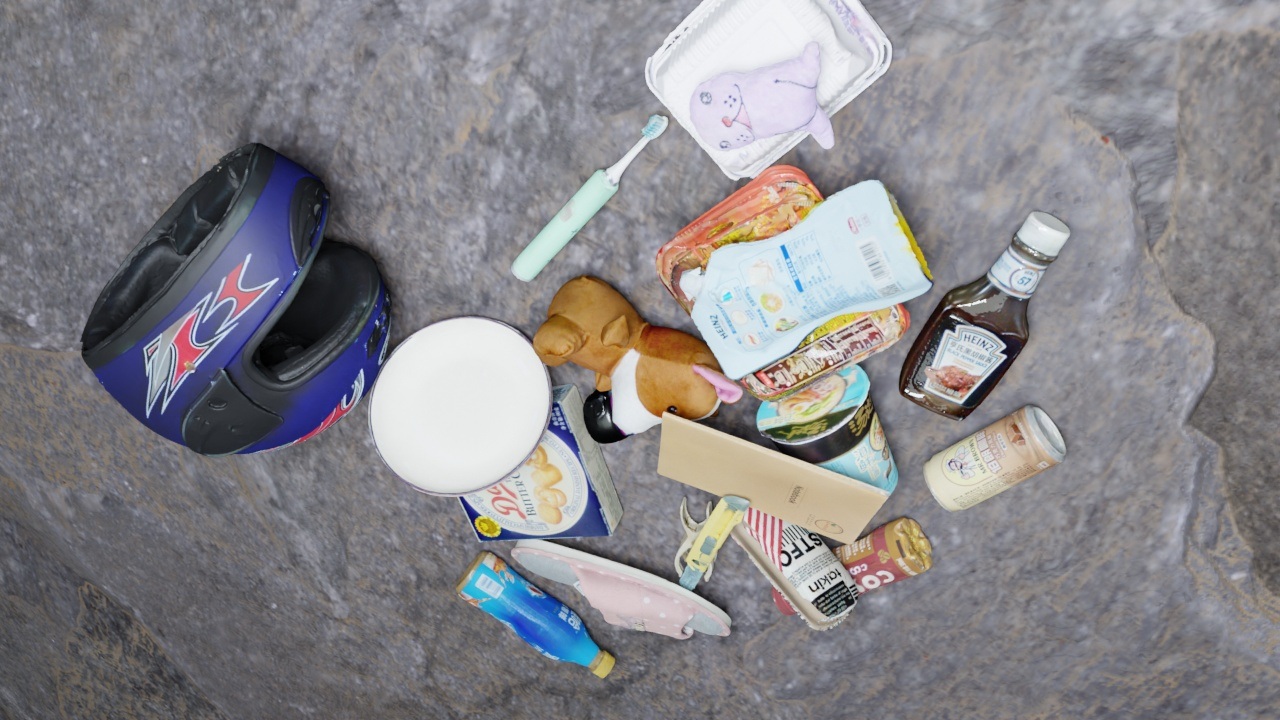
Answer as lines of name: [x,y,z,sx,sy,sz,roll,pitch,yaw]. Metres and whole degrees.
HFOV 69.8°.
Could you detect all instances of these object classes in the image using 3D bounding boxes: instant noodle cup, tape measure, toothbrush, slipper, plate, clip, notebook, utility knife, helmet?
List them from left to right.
helmet: [-0.366,-0.040,0.900,0.316,0.246,0.240,-31,133,28]
plate: [-0.183,0.049,0.948,0.192,0.192,0.039,13,162,11]
toothbrush: [-0.049,-0.147,0.849,0.225,0.027,0.026,-40,65,34]
tape measure: [-0.031,0.057,0.953,0.039,0.056,0.058,-15,106,25]
slipper: [-0.028,0.275,1.070,0.274,0.054,0.114,18,154,11]
clip: [0.075,0.201,1.021,0.082,0.034,0.105,20,123,8]
utility knife: [0.074,0.197,0.976,0.031,0.020,0.199,33,142,11]
instant noodle cup: [0.094,-0.231,0.729,0.174,0.060,0.138,-36,104,32]
notebook: [0.115,0.114,0.865,0.208,0.008,0.148,20,154,9]
instant noodle cup: [0.123,-0.070,0.807,0.165,0.078,0.189,-30,109,31]
instant noodle cup: [0.187,0.079,0.870,0.111,0.111,0.120,-19,121,28]

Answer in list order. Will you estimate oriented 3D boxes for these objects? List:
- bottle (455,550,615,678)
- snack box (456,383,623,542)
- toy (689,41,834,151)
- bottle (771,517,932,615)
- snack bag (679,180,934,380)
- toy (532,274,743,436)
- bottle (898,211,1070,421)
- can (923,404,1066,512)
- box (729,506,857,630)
bottle: [-0.126,0.324,1.149,0.218,0.065,0.065,37,125,-7]
snack box: [-0.132,0.121,1.035,0.183,0.045,0.178,-8,117,23]
toy: [0.090,-0.191,0.695,0.108,0.038,0.084,-7,126,21]
bottle: [0.219,0.223,0.970,0.175,0.057,0.057,-34,105,32]
snack bag: [0.127,-0.062,0.741,0.191,0.038,0.110,-24,118,26]
toy: [-0.005,0.005,0.876,0.199,0.140,0.130,22,86,-5]
bottle: [0.298,-0.037,0.790,0.080,0.043,0.195,25,125,2]
can: [0.327,0.092,0.850,0.058,0.058,0.117,45,124,-11]
box: [0.152,0.206,0.950,0.163,0.076,0.087,46,140,25]
